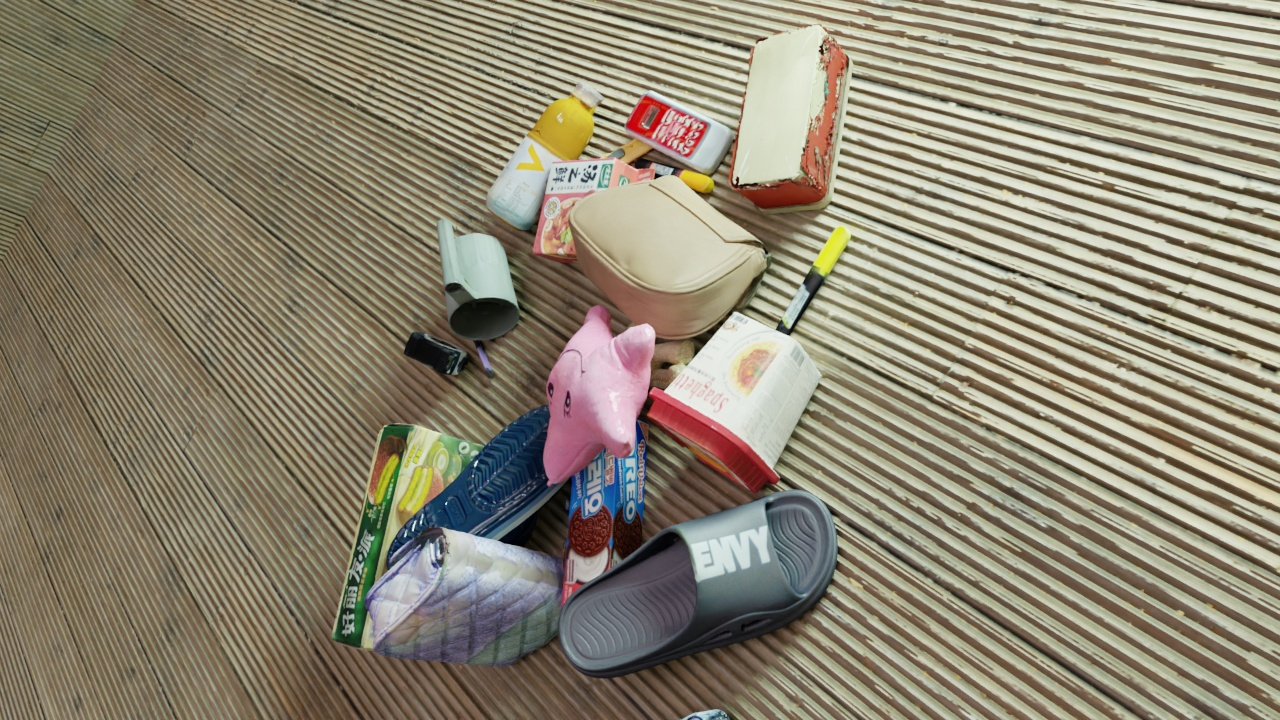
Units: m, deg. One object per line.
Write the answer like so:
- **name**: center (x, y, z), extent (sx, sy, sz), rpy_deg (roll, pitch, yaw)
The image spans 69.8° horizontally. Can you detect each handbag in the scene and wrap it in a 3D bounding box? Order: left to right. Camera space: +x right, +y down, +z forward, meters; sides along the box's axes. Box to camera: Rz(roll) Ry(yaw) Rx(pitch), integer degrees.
- **handbag**: center (-0.158, 0.227, 0.878), extent (0.134, 0.193, 0.075), rpy_deg (-42, 50, 18)
- **handbag**: center (0.024, -0.104, 0.919), extent (0.147, 0.100, 0.204), rpy_deg (-27, 47, -17)

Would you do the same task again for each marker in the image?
- **marker**: center (0.036, -0.205, 1.011), extent (0.124, 0.015, 0.018), rpy_deg (29, 94, 43)
- **marker**: center (0.161, -0.070, 0.863), extent (0.018, 0.015, 0.124), rpy_deg (37, 100, 41)

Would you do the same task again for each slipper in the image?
- **slipper**: center (-0.146, 0.157, 0.955), extent (0.252, 0.095, 0.105), rpy_deg (-41, 44, -8)
- **slipper**: center (0.041, 0.194, 0.780), extent (0.268, 0.083, 0.110), rpy_deg (-26, 65, 10)

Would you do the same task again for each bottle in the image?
- **bottle**: center (-0.112, -0.247, 1.105), extent (0.190, 0.068, 0.068), rpy_deg (-54, 50, 8)

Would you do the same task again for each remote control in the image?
- **remote control**: center (0.040, -0.252, 1.010), extent (0.136, 0.020, 0.056), rpy_deg (36, 97, 33)

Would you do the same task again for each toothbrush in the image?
- **toothbrush**: center (-0.215, -0.045, 1.145), extent (0.017, 0.014, 0.189), rpy_deg (-46, 51, 24)

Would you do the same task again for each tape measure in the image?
- **tape measure**: center (-0.246, -0.007, 1.121), extent (0.066, 0.066, 0.033), rpy_deg (26, 93, 14)

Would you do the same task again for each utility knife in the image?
- **utility knife**: center (-0.004, -0.247, 1.060), extent (0.152, 0.018, 0.031), rpy_deg (-24, 66, 24)

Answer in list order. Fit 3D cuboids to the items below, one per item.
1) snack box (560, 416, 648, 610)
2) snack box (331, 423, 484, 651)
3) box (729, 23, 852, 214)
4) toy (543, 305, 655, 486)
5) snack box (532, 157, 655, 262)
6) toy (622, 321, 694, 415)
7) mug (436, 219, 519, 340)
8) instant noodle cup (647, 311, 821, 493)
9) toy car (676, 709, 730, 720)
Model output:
- **snack box**: center (-0.034, 0.153, 0.901), extent (0.058, 0.057, 0.207), rpy_deg (-8, 68, 32)
- **snack box**: center (-0.251, 0.198, 1.014), extent (0.063, 0.114, 0.239), rpy_deg (-2, 72, 38)
- **box**: center (0.145, -0.238, 0.895), extent (0.091, 0.079, 0.168), rpy_deg (0, 74, 39)
- **toy**: center (-0.044, 0.040, 0.850), extent (0.178, 0.074, 0.195), rpy_deg (-67, 25, 4)
- **snack box**: center (-0.055, -0.169, 1.039), extent (0.127, 0.044, 0.113), rpy_deg (7, 83, 41)
- **toy**: center (-0.006, 0.005, 0.928), extent (0.157, 0.066, 0.105), rpy_deg (1, 90, 46)
- **mug**: center (-0.200, -0.098, 1.084), extent (0.084, 0.124, 0.103), rpy_deg (-22, 57, 9)
- **instant noodle cup**: center (0.090, 0.035, 0.822), extent (0.116, 0.116, 0.124), rpy_deg (30, 80, 41)
- **toy car**: center (0.032, 0.328, 0.789), extent (0.106, 0.049, 0.031), rpy_deg (-40, 55, 18)
